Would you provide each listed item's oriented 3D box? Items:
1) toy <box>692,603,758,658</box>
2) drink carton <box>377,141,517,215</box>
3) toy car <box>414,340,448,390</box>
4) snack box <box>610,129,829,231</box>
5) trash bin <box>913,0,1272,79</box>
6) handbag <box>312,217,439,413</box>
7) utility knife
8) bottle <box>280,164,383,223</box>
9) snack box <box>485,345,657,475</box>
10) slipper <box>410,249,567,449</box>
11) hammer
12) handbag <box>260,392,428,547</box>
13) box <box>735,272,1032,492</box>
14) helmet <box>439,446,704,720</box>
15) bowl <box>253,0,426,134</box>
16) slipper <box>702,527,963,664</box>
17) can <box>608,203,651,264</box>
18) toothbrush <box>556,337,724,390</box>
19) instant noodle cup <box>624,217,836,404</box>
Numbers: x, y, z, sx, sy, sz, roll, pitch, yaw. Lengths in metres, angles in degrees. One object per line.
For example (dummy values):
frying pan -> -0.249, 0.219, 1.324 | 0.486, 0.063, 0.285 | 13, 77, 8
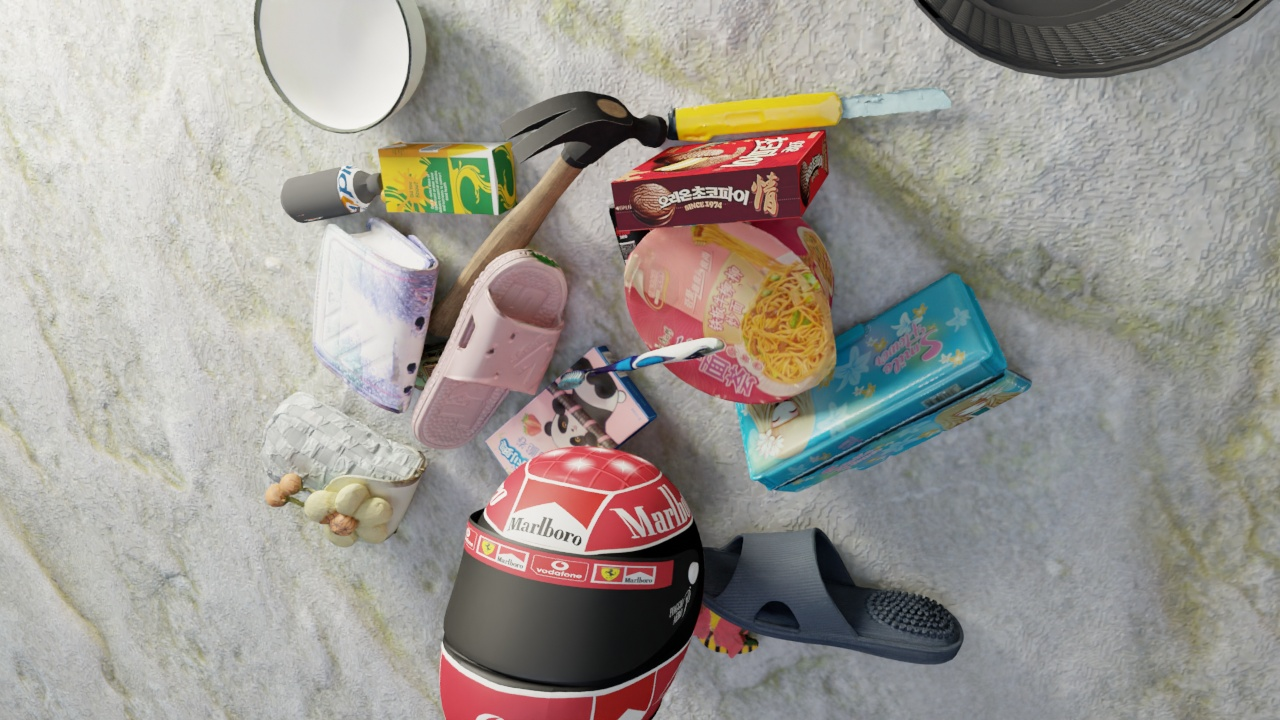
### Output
toy -> 0.082, 0.263, 0.934 | 0.084, 0.046, 0.103 | -8, 117, 19
drink carton -> -0.179, -0.168, 0.841 | 0.123, 0.041, 0.058 | 4, 113, 17
toy car -> -0.198, 0.007, 0.918 | 0.112, 0.047, 0.047 | -10, 109, 24
snack box -> 0.067, -0.140, 0.703 | 0.133, 0.151, 0.036 | -2, 111, 20
trash bin -> 0.256, -0.287, 0.530 | 0.218, 0.226, 0.218 | 7, 114, 16
handbag -> -0.251, -0.045, 0.889 | 0.126, 0.069, 0.159 | 33, 121, 28
utility knife -> 0.128, -0.197, 0.733 | 0.228, 0.019, 0.030 | 2, 118, 24
bottle -> -0.292, -0.161, 0.880 | 0.112, 0.046, 0.047 | -6, 110, 22
snack box -> -0.068, 0.066, 0.881 | 0.154, 0.033, 0.088 | -39, 81, 18
slipper -> -0.136, 0.006, 0.858 | 0.240, 0.094, 0.064 | -55, 45, 26
hammer -> -0.114, -0.115, 0.813 | 0.306, 0.132, 0.040 | -43, 64, 37
handbag -> -0.328, 0.121, 0.971 | 0.171, 0.123, 0.113 | 30, 125, -1
box -> 0.209, 0.040, 0.790 | 0.227, 0.097, 0.117 | -33, 133, 28
helmet -> -0.051, 0.186, 0.770 | 0.198, 0.270, 0.225 | 9, 98, 20
bowl -> -0.251, -0.280, 0.799 | 0.153, 0.072, 0.153 | 7, 114, 16
slipper -> 0.169, 0.206, 0.848 | 0.264, 0.101, 0.083 | 13, 117, 10
can -> -0.003, -0.102, 0.812 | 0.032, 0.031, 0.080 | -10, 108, 23
toothbrush -> -0.005, 0.005, 0.794 | 0.189, 0.017, 0.016 | -13, 121, 40
instant noodle cup -> 0.083, -0.057, 0.756 | 0.179, 0.077, 0.179 | 17, 133, 20
